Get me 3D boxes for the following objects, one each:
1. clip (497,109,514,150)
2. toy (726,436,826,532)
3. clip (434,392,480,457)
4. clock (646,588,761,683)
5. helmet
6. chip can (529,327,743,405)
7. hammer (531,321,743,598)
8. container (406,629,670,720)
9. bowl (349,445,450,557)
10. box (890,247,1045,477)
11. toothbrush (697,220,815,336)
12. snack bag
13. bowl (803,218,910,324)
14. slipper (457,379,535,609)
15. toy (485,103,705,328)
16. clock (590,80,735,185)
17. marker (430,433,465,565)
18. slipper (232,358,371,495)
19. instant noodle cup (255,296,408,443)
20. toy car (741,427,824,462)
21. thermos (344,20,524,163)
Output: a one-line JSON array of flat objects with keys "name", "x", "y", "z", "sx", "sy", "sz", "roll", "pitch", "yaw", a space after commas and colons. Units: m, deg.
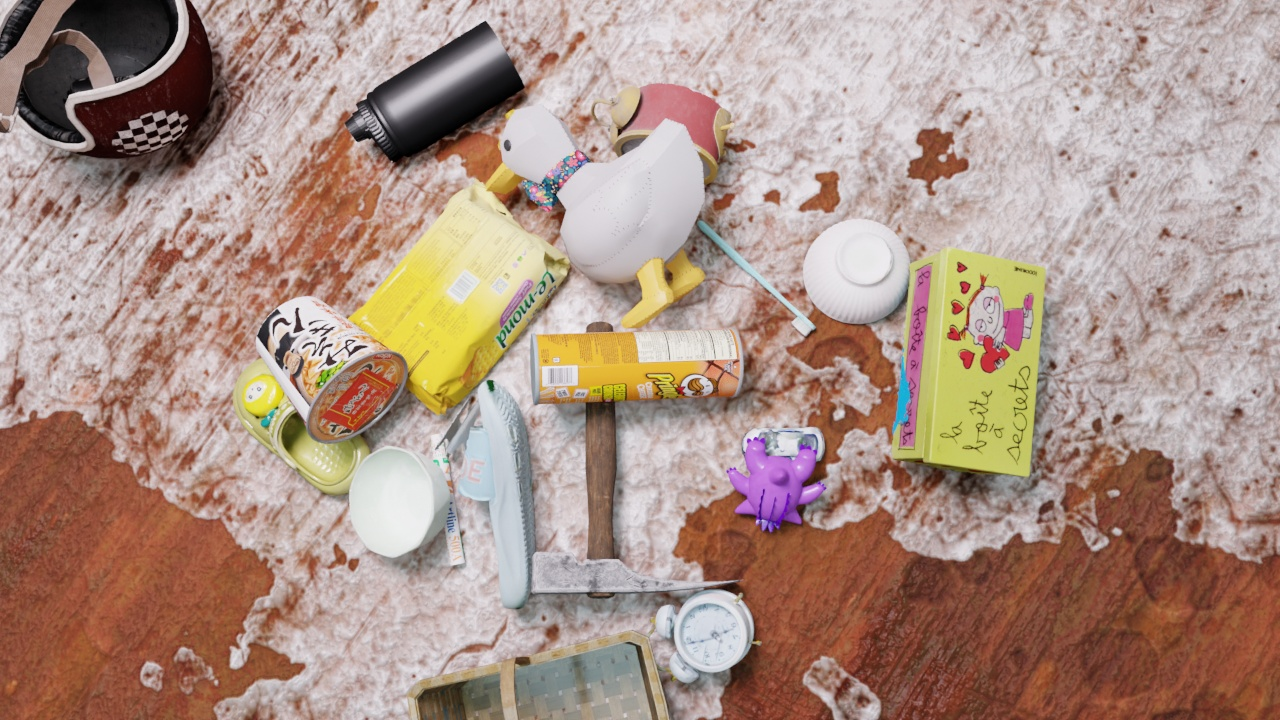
[{"name": "clip", "x": -0.146, "y": -0.263, "z": 1.080, "sx": 0.049, "sy": 0.044, "sz": 0.054, "roll": -39, "pitch": 80, "yaw": -28}, {"name": "toy", "x": 0.141, "y": 0.135, "z": 0.967, "sx": 0.106, "sy": 0.055, "sz": 0.088, "roll": 9, "pitch": 121, "yaw": 4}, {"name": "clip", "x": -0.192, "y": 0.086, "z": 1.013, "sx": 0.046, "sy": 0.101, "sz": 0.056, "roll": 7, "pitch": 124, "yaw": 12}, {"name": "clock", "x": 0.062, "y": 0.287, "z": 0.955, "sx": 0.118, "sy": 0.057, "sz": 0.083, "roll": -23, "pitch": 79, "yaw": 8}, {"name": "helmet", "x": -0.601, "y": -0.336, "z": 1.016, "sx": 0.233, "sy": 0.254, "sz": 0.233, "roll": -19, "pitch": 84, "yaw": -23}, {"name": "chip can", "x": -0.006, "y": 0.006, "z": 0.965, "sx": 0.215, "sy": 0.075, "sz": 0.075, "roll": -2, "pitch": 80, "yaw": -10}, {"name": "hammer", "x": -0.005, "y": 0.103, "z": 0.993, "sx": 0.217, "sy": 0.037, "sz": 0.300, "roll": 2, "pitch": 72, "yaw": -9}, {"name": "container", "x": -0.097, "y": 0.360, "z": 0.889, "sx": 0.250, "sy": 0.186, "sz": 0.157, "roll": -14, "pitch": 79, "yaw": 2}, {"name": "bowl", "x": -0.252, "y": 0.151, "z": 0.995, "sx": 0.118, "sy": 0.061, "sz": 0.117, "roll": -2, "pitch": 86, "yaw": 27}, {"name": "box", "x": 0.338, "y": 0.006, "z": 0.949, "sx": 0.124, "sy": 0.082, "sz": 0.220, "roll": 12, "pitch": 79, "yaw": -14}, {"name": "toothbrush", "x": 0.127, "y": -0.095, "z": 1.033, "sx": 0.016, "sy": 0.016, "sz": 0.180, "roll": -45, "pitch": 80, "yaw": 6}, {"name": "snack bag", "x": -0.209, "y": -0.071, "z": 1.033, "sx": 0.159, "sy": 0.068, "sz": 0.247, "roll": 38, "pitch": 86, "yaw": 9}, {"name": "bowl", "x": 0.239, "y": -0.103, "z": 1.000, "sx": 0.118, "sy": 0.062, "sz": 0.118, "roll": -1, "pitch": 80, "yaw": 5}, {"name": "slipper", "x": -0.156, "y": 0.142, "z": 0.977, "sx": 0.074, "sy": 0.104, "sz": 0.245, "roll": -6, "pitch": 84, "yaw": 0}, {"name": "toy", "x": -0.036, "y": -0.172, "z": 0.974, "sx": 0.247, "sy": 0.140, "sz": 0.267, "roll": -30, "pitch": 95, "yaw": 39}, {"name": "clock", "x": 0.022, "y": -0.262, "z": 1.019, "sx": 0.159, "sy": 0.117, "sz": 0.081, "roll": 16, "pitch": 78, "yaw": 0}, {"name": "marker", "x": -0.215, "y": 0.154, "z": 1.021, "sx": 0.017, "sy": 0.017, "sz": 0.145, "roll": -12, "pitch": 80, "yaw": 3}, {"name": "slipper", "x": -0.385, "y": 0.075, "z": 1.019, "sx": 0.190, "sy": 0.081, "sz": 0.091, "roll": 42, "pitch": 89, "yaw": 8}, {"name": "instant noodle cup", "x": -0.334, "y": 0.002, "z": 0.971, "sx": 0.122, "sy": 0.123, "sz": 0.123, "roll": 41, "pitch": 86, "yaw": 20}, {"name": "toy car", "x": 0.154, "y": 0.092, "z": 0.993, "sx": 0.090, "sy": 0.027, "sz": 0.038, "roll": -2, "pitch": 82, "yaw": 5}, {"name": "thermos", "x": -0.242, "y": -0.304, "z": 1.065, "sx": 0.198, "sy": 0.086, "sz": 0.086, "roll": -32, "pitch": 79, "yaw": -1}]
